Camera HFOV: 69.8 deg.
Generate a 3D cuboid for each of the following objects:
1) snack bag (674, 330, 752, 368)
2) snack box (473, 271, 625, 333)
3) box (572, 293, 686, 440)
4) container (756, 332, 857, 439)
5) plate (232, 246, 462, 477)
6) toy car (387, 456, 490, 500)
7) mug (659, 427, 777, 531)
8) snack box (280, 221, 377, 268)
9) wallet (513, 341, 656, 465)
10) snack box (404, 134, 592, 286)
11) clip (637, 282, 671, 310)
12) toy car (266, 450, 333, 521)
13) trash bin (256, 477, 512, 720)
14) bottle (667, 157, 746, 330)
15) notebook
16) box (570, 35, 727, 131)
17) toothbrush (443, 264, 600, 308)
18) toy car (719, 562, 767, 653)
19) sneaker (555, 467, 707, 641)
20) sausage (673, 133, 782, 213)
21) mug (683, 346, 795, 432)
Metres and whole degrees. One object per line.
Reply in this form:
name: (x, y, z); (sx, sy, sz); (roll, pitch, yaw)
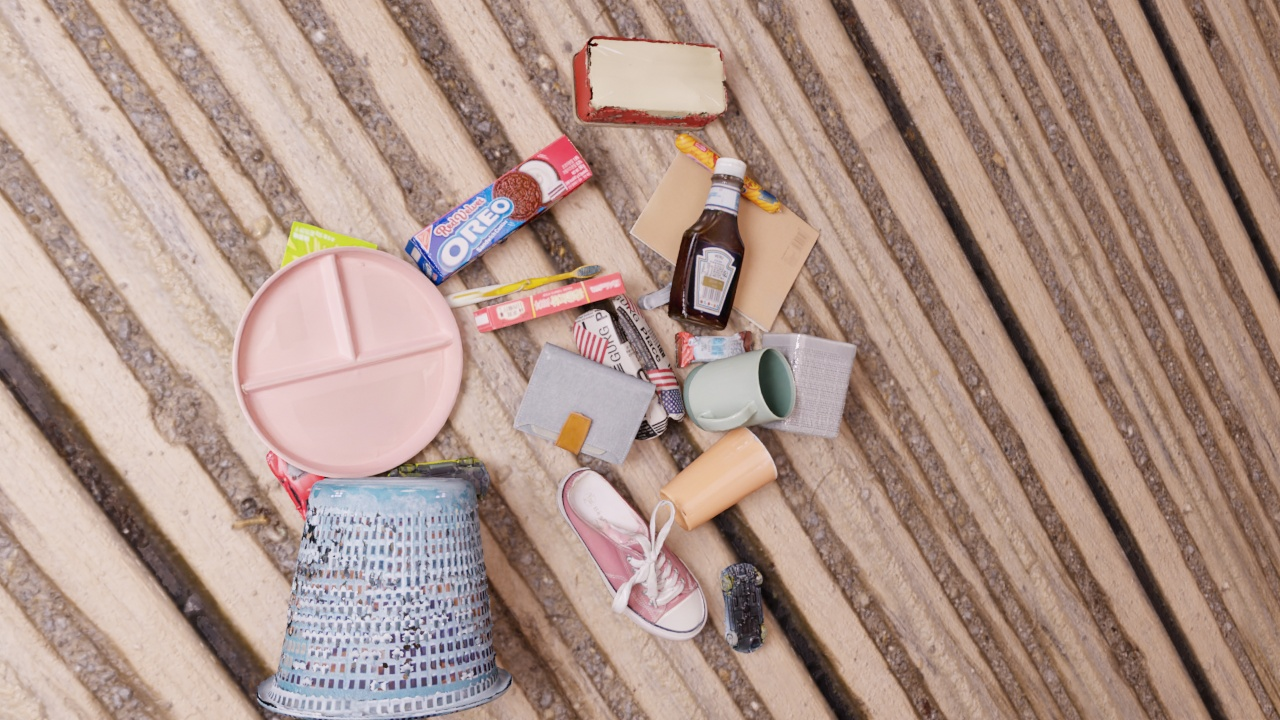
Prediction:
snack bag: (0.089, -0.014, 1.089); (0.105, 0.026, 0.045); (-1, 83, -22)
snack box: (-0.099, -0.063, 0.991); (0.152, 0.075, 0.025); (-17, 95, -21)
box: (-0.005, 0.005, 1.045); (0.086, 0.076, 0.162); (-36, 100, -50)
container: (0.193, 0.031, 1.096); (0.090, 0.090, 0.114); (10, 87, -21)
plate: (-0.287, 0.002, 0.914); (0.229, 0.028, 0.229); (-2, 93, -37)
toy car: (-0.211, 0.128, 0.960); (0.105, 0.032, 0.048); (-5, 96, -11)
mug: (0.087, 0.140, 1.061); (0.122, 0.078, 0.078); (-34, 100, -13)
snack box: (-0.328, -0.054, 0.927); (0.085, 0.026, 0.156); (16, 83, -20)
wallet: (-0.062, 0.051, 0.996); (0.129, 0.037, 0.107); (22, 103, -5)
snack box: (-0.151, -0.161, 0.984); (0.207, 0.058, 0.057); (-38, 99, -18)
clip: (0.024, -0.074, 1.071); (0.057, 0.036, 0.025); (-25, 99, -25)
toy car: (-0.329, 0.126, 0.919); (0.049, 0.031, 0.106); (-31, 101, -18)
trash bin: (-0.230, 0.207, 0.855); (0.226, 0.227, 0.195); (3, 83, -21)
bottle: (0.085, -0.136, 1.061); (0.079, 0.044, 0.195); (13, 89, -33)
notebook: (0.108, -0.154, 1.109); (0.211, 0.012, 0.149); (34, 76, -17)
box: (0.013, -0.313, 1.041); (0.168, 0.078, 0.091); (-3, 89, -21)
toothbrush: (-0.130, -0.083, 1.009); (0.191, 0.018, 0.016); (-15, 92, -21)
toy car: (0.120, 0.293, 1.088); (0.049, 0.031, 0.105); (-6, 89, -21)
sneaker: (-0.001, 0.219, 1.013); (0.118, 0.088, 0.241); (-40, 101, -18)
sausage: (0.105, -0.222, 1.095); (0.165, 0.021, 0.021); (31, 77, -18)
mug: (0.104, 0.043, 1.029); (0.082, 0.107, 0.111); (61, 38, -20)
